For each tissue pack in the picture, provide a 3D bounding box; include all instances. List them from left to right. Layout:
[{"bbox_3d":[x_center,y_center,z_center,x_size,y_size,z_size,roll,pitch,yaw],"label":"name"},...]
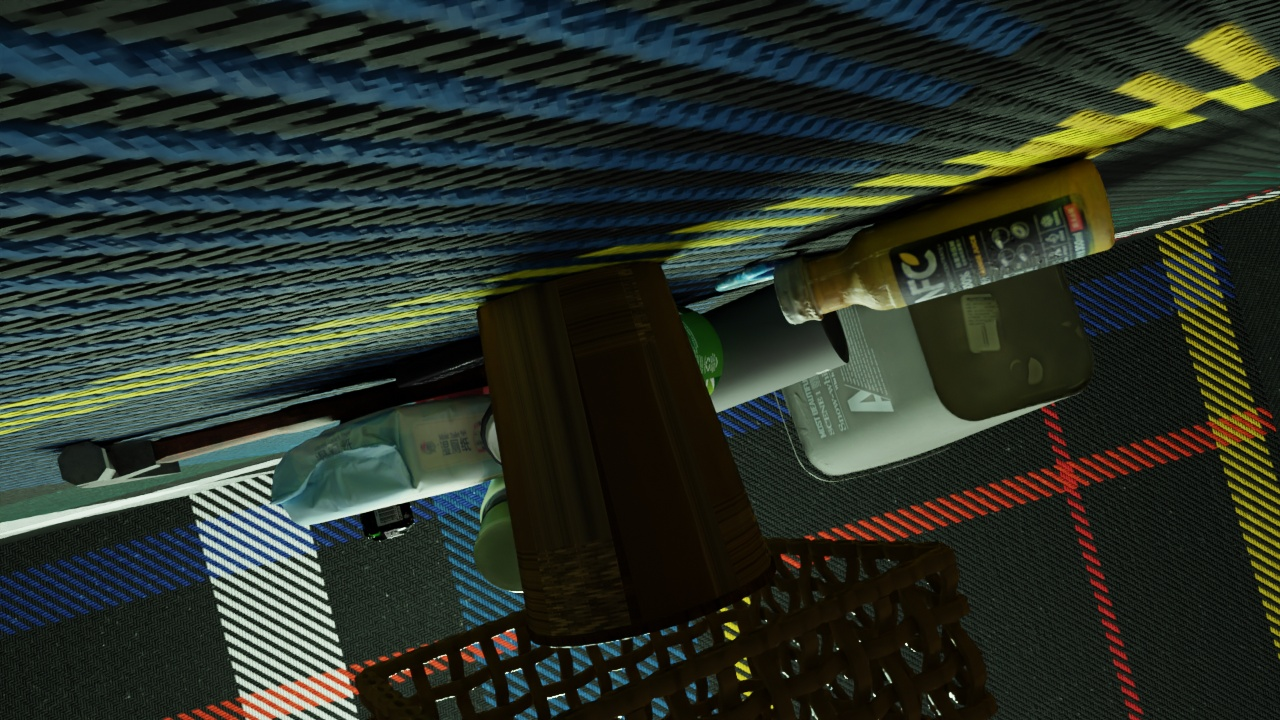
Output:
[{"bbox_3d":[-0.173,0.070,0.682,0.112,0.070,0.181,-18,174,23],"label":"tissue pack"}]

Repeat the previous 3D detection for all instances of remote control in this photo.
[{"bbox_3d":[-0.096,-0.009,0.596,0.137,0.015,0.032,-18,177,18],"label":"remote control"}]

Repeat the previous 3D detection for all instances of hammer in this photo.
[{"bbox_3d":[-0.247,0.041,0.678,0.300,0.028,0.111,-15,177,-22],"label":"hammer"}]

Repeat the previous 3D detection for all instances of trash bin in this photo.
[{"bbox_3d":[0.249,-0.011,0.813,0.197,0.197,0.220,-13,172,-17],"label":"trash bin"}]

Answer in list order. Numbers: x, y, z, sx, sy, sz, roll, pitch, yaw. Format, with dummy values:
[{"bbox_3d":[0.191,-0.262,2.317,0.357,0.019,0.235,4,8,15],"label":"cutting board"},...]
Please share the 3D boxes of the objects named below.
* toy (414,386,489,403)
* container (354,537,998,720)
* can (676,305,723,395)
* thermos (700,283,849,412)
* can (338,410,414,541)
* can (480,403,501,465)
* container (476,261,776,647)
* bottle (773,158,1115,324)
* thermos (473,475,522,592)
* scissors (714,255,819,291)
[{"bbox_3d":[-0.169,0.052,0.891,0.094,0.088,0.133,-2,172,-23],"label":"toy"},{"bbox_3d":[0.024,0.232,0.464,0.251,0.214,0.220,-14,178,-28],"label":"container"},{"bbox_3d":[-0.004,0.004,0.663,0.083,0.083,0.143,-16,178,28],"label":"can"},{"bbox_3d":[0.047,0.007,0.775,0.241,0.082,0.082,-23,175,22],"label":"thermos"},{"bbox_3d":[-0.277,0.118,0.960,0.054,0.137,0.054,-15,178,-1],"label":"can"},{"bbox_3d":[-0.075,0.030,0.696,0.064,0.064,0.127,-16,-158,14],"label":"can"},{"bbox_3d":[-0.016,0.044,0.479,0.132,0.167,0.132,-15,178,-1],"label":"container"},{"bbox_3d":[0.173,-0.064,0.542,0.186,0.053,0.053,-16,178,21],"label":"bottle"},{"bbox_3d":[-0.088,0.104,0.783,0.082,0.082,0.231,-16,-161,8],"label":"thermos"},{"bbox_3d":[0.113,-0.066,0.645,0.134,0.015,0.066,-10,173,-38],"label":"scissors"}]
